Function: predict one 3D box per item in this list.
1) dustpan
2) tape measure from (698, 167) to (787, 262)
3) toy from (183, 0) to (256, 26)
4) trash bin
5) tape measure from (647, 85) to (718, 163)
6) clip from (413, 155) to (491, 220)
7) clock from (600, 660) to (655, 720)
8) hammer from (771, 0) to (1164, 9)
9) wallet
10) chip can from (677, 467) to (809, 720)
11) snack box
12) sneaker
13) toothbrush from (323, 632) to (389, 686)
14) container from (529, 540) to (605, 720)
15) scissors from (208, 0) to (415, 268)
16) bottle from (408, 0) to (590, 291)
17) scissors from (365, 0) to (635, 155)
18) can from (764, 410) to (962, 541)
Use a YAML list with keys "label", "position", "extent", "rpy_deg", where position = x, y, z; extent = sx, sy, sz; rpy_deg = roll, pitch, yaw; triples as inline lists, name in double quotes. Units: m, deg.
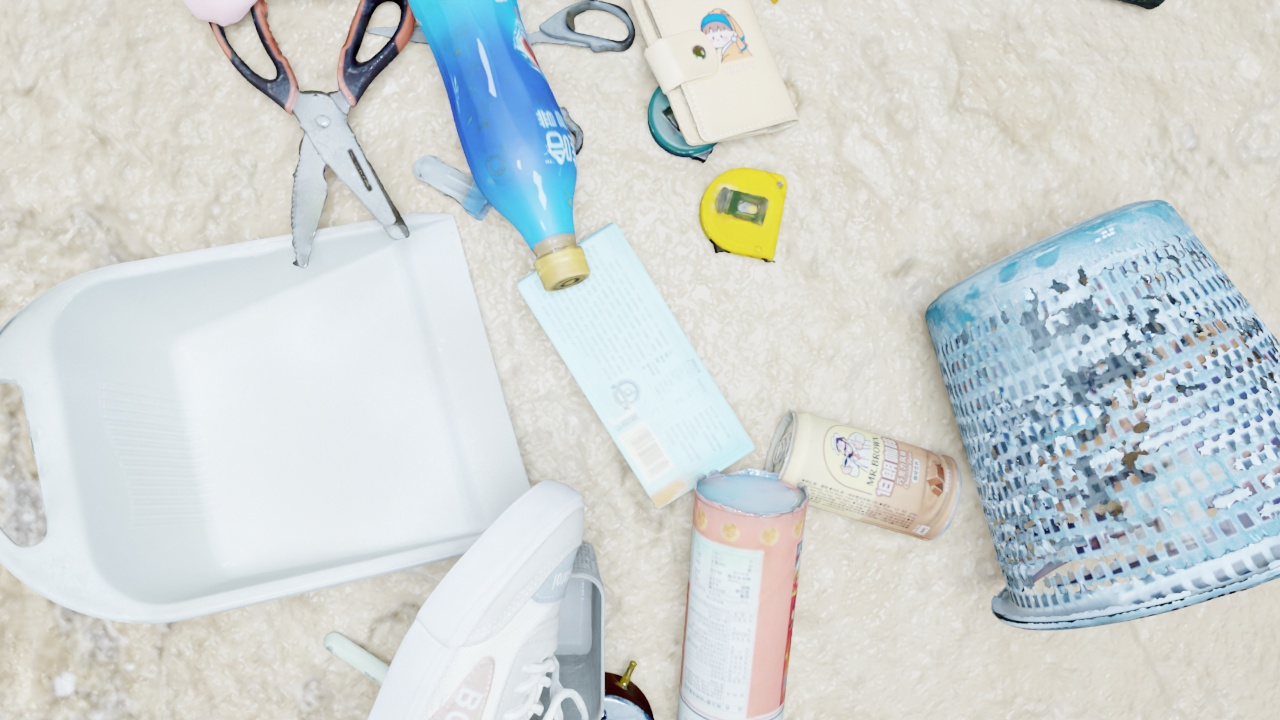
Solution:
- label: "dustpan"
  position: [-0.220, 0.032, 0.526]
  extent: [0.258, 0.142, 0.222]
  rpy_deg: [-18, 81, 2]
- label: "tape measure"
  position: [0.068, -0.098, 0.605]
  extent: [0.057, 0.029, 0.060]
  rpy_deg: [11, 92, -2]
- label: "toy"
  position: [-0.220, -0.271, 0.548]
  extent: [0.159, 0.054, 0.121]
  rpy_deg: [-32, 116, 4]
- label: "trash bin"
  position: [0.278, 0.023, 0.543]
  extent: [0.226, 0.226, 0.195]
  rpy_deg: [-22, 80, -2]
- label: "tape measure"
  position: [0.032, -0.161, 0.602]
  extent: [0.054, 0.025, 0.058]
  rpy_deg: [-43, 93, -1]
- label: "clip"
  position: [-0.123, -0.116, 0.602]
  extent: [0.058, 0.043, 0.027]
  rpy_deg: [29, 92, 0]
- label: "clock"
  position: [-0.026, 0.263, 0.603]
  extent: [0.082, 0.055, 0.122]
  rpy_deg: [-7, 93, -3]
- label: "hammer"
  position: [0.200, -0.279, 0.601]
  extent: [0.300, 0.033, 0.129]
  rpy_deg: [12, 92, -3]
- label: "wallet"
  position: [0.044, -0.195, 0.584]
  extent: [0.087, 0.024, 0.115]
  rpy_deg: [-19, 85, -21]
- label: "chip can"
  position: [0.059, 0.178, 0.572]
  extent: [0.071, 0.071, 0.215]
  rpy_deg: [2, 105, -3]
- label: "snack box"
  position: [-0.004, 0.003, 0.594]
  extent: [0.074, 0.051, 0.175]
  rpy_deg: [-32, 94, -2]
- label: "sneaker"
  position: [-0.079, 0.179, 0.461]
  extent: [0.091, 0.089, 0.242]
  rpy_deg: [31, 95, 12]
- label: "toothbrush"
  position: [-0.130, 0.227, 0.587]
  extent: [0.189, 0.029, 0.020]
  rpy_deg: [28, 46, 17]
- label: "container"
  position: [-0.068, 0.162, 0.567]
  extent: [0.090, 0.114, 0.090]
  rpy_deg: [1, 92, -3]
- label: "scissors"
  position: [-0.201, -0.169, 0.574]
  extent: [0.189, 0.015, 0.226]
  rpy_deg: [22, 79, 5]
- label: "bottle"
  position: [-0.081, -0.147, 0.553]
  extent: [0.065, 0.065, 0.218]
  rpy_deg: [-20, 83, -2]
- label: "scissors"
  position: [-0.088, -0.205, 0.603]
  extent: [0.180, 0.014, 0.159]
  rpy_deg: [-12, 89, 0]
- label: "can"
  position: [0.144, 0.075, 0.601]
  extent: [0.116, 0.058, 0.058]
  rpy_deg: [17, 91, -4]
